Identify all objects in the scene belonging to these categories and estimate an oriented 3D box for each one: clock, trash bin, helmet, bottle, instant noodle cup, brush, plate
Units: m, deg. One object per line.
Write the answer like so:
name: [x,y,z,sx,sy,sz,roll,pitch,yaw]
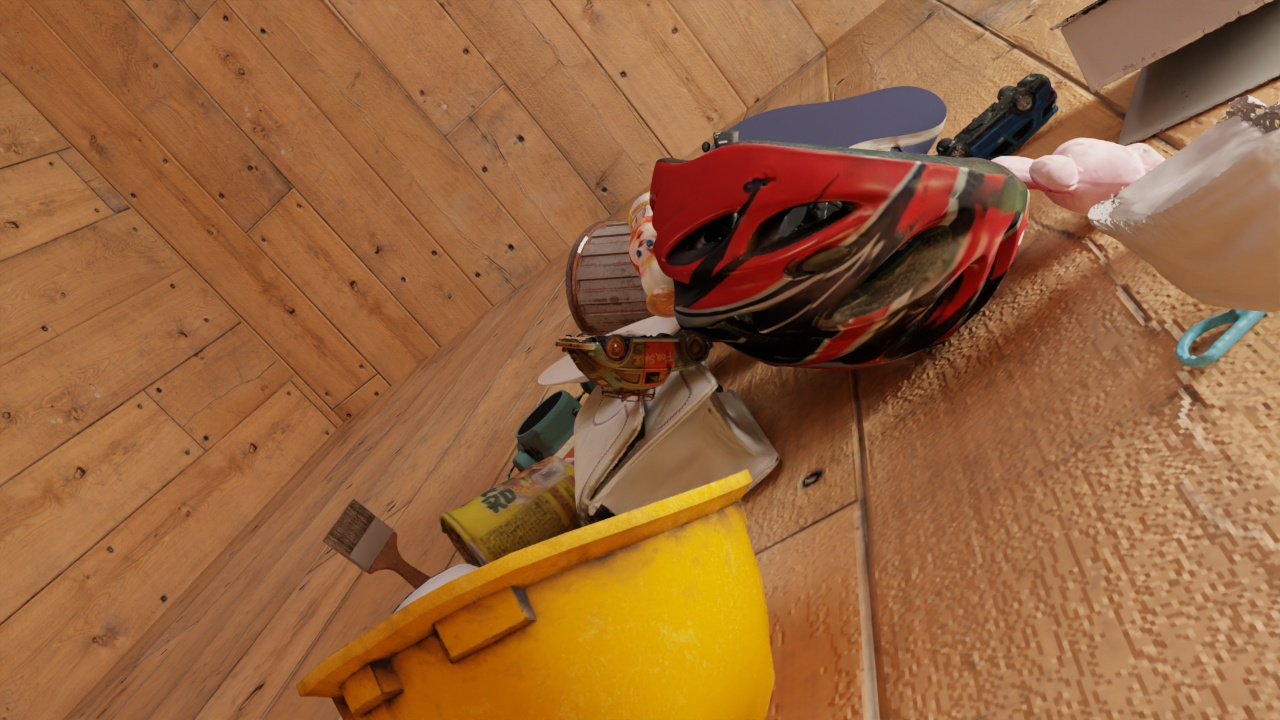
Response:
clock: [-0.105,0.085,1.014,0.124,0.053,0.090,-41,13,9]
trash bin: [0.035,-0.076,0.875,0.212,0.131,0.130,1,40,42]
helmet: [0.124,-0.077,0.622,0.272,0.217,0.167,3,89,55]
bottle: [0.021,-0.088,0.754,0.063,0.063,0.108,-30,47,36]
helmet: [-0.034,0.157,0.424,0.204,0.131,0.256,-10,-19,-46]
instant noodle cup: [-0.096,0.136,0.760,0.108,0.102,0.102,-37,11,-22]
brush: [-0.203,0.178,0.788,0.008,0.143,0.045,-29,26,44]
plate: [-0.020,-0.007,0.748,0.134,0.011,0.134,-23,12,5]

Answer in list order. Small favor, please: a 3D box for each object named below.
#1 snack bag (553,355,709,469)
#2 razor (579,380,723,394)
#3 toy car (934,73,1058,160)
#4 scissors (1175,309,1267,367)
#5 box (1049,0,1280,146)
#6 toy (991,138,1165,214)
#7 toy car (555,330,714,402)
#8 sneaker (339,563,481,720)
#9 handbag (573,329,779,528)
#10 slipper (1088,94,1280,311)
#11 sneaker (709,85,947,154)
snack bag: [-0.022,0.060,0.905,0.224,0.041,0.078,-46,16,-28]
razor: [0.009,0.025,0.843,0.143,0.047,0.052,-1,68,29]
toy car: [0.317,-0.204,0.820,0.120,0.043,0.056,-39,13,17]
scissors: [0.302,-0.036,0.403,0.135,0.015,0.135,-37,7,-1]
box: [0.497,-0.152,0.682,0.169,0.404,0.171,-26,19,48]
toy: [0.280,-0.118,0.589,0.110,0.047,0.063,-1,20,-16]
toy car: [-0.004,0.004,0.622,0.111,0.047,0.047,-1,6,-32]
sneaker: [-0.141,0.241,0.580,0.124,0.089,0.239,-11,41,56]
handbag: [0.010,0.058,0.703,0.142,0.096,0.198,-38,14,4]
slipper: [0.274,-0.076,0.426,0.112,0.074,0.246,-25,4,26]
sneaker: [0.165,-0.168,0.856,0.232,0.091,0.119,-21,-32,-15]
